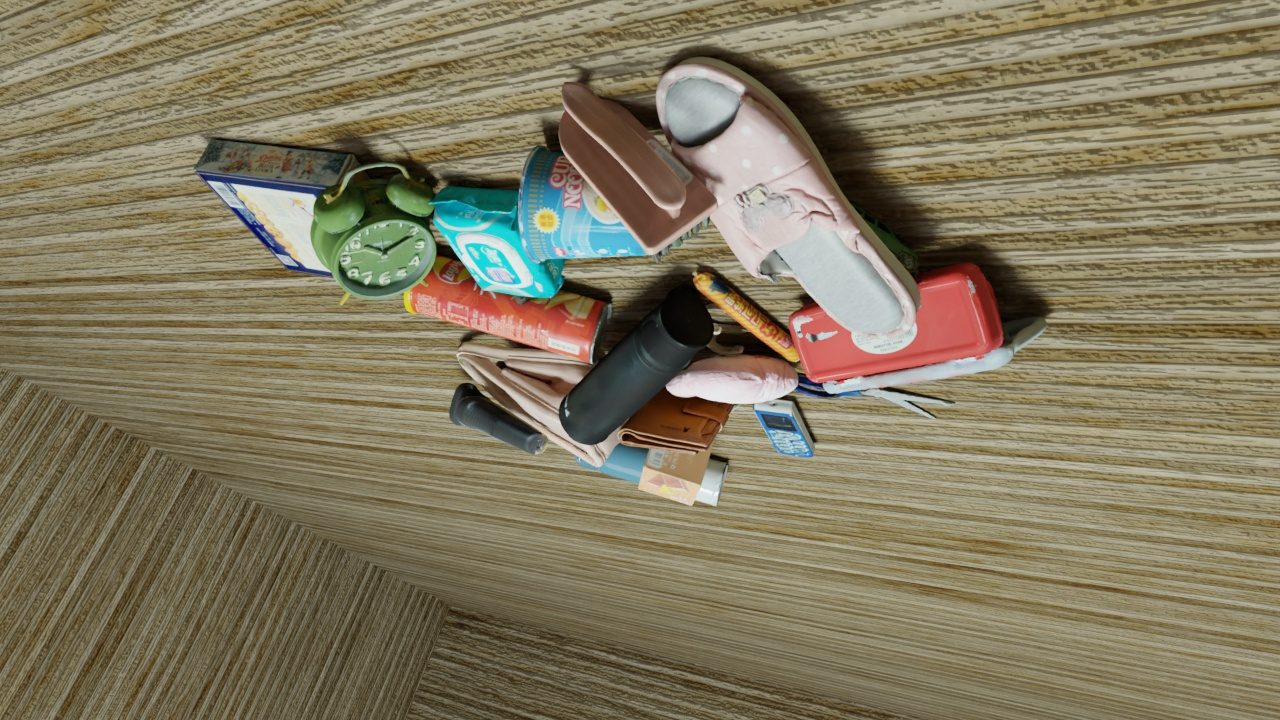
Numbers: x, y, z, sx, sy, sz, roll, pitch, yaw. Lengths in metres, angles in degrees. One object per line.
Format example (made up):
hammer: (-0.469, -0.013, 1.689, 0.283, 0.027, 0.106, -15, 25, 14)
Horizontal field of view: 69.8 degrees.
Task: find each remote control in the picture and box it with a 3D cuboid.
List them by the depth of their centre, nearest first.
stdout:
remote control: (0.174, 0.080, 1.100, 0.049, 0.024, 0.125, 6, 153, 27)

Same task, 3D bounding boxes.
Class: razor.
razor: (-0.188, 0.082, 1.229, 0.168, 0.062, 0.067, 22, -170, 35)

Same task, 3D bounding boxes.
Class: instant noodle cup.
instant noodle cup: (-0.033, -0.126, 0.759, 0.110, 0.099, 0.099, 4, 153, 11)

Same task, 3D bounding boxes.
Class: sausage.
sausage: (0.108, -0.042, 0.901, 0.165, 0.021, 0.022, 34, 151, -30)

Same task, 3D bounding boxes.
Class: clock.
clock: (-0.254, -0.126, 0.885, 0.116, 0.056, 0.162, -17, 144, -25)

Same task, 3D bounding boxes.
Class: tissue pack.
tissue pack: (-0.136, -0.116, 0.892, 0.093, 0.050, 0.133, 9, 153, 24)

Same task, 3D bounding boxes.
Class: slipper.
slipper: (0.107, -0.105, 0.681, 0.274, 0.054, 0.114, 45, 150, -21)

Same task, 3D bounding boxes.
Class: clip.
clip: (0.058, -0.039, 0.934, 0.104, 0.034, 0.087, 14, 159, 30)

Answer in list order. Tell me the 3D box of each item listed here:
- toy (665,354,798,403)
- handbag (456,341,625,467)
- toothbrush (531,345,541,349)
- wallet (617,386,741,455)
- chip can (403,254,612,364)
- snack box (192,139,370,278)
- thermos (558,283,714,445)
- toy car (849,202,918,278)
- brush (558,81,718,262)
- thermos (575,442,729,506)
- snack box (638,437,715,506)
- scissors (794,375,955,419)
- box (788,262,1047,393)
toy: (0.093, 0.021, 0.981, 0.121, 0.054, 0.160, 1, 174, -27)
handbag: (-0.139, 0.039, 1.184, 0.234, 0.093, 0.193, 20, 162, 21)
toothbrush: (-0.144, -0.037, 1.109, 0.014, 0.016, 0.189, 14, 159, 33)
wallet: (0.052, 0.067, 1.052, 0.119, 0.130, 0.035, 5, 115, 20)
chip can: (-0.143, -0.058, 0.990, 0.217, 0.073, 0.073, 16, 155, 7)
snack box: (-0.344, -0.151, 0.976, 0.183, 0.045, 0.178, 10, 153, 19)
thermos: (-0.006, 0.006, 0.963, 0.068, 0.089, 0.243, 27, 143, -15)
toy car: (0.180, -0.091, 0.730, 0.091, 0.036, 0.043, 32, 152, -18)
brush: (-0.010, -0.145, 0.675, 0.145, 0.063, 0.073, 51, 174, 23)
thermos: (0.013, 0.147, 1.309, 0.220, 0.070, 0.070, 15, 155, 11)
snack box: (0.050, 0.125, 1.198, 0.077, 0.092, 0.094, 17, 155, 4)
scissors: (0.235, 0.030, 0.971, 0.163, 0.012, 0.162, -12, 142, 45)
box: (0.237, -0.032, 0.809, 0.202, 0.100, 0.095, -14, 99, 52)
